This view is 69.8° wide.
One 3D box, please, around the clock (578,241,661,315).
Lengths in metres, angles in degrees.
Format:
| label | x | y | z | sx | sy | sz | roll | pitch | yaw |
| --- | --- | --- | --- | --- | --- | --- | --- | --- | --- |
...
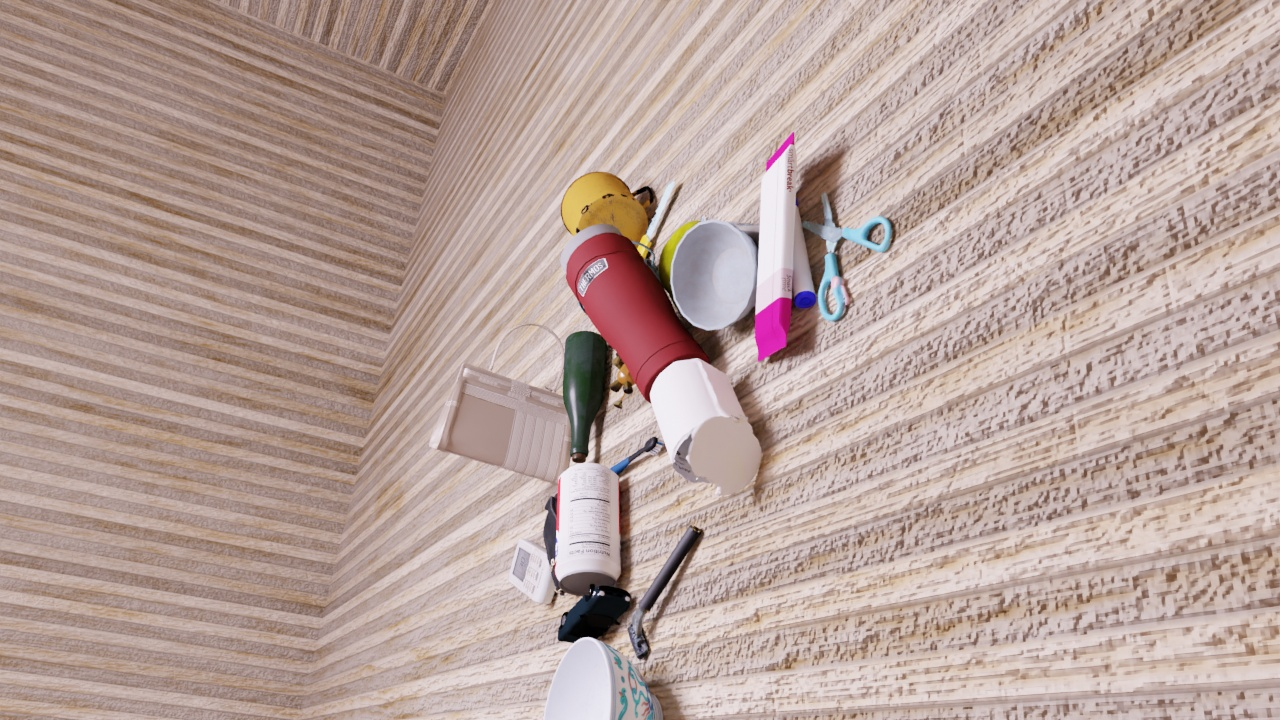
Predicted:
| label | x | y | z | sx | sy | sz | roll | pitch | yaw |
| --- | --- | --- | --- | --- | --- | --- | --- | --- | --- |
| clock | -0.025 | -0.098 | 1.116 | 0.124 | 0.090 | 0.053 | -56 | 18 | 36 |

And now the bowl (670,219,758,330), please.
| label | x | y | z | sx | sy | sz | roll | pitch | yaw |
| --- | --- | --- | --- | --- | --- | --- | --- | --- | --- |
| bowl | 0.081 | -0.083 | 0.895 | 0.106 | 0.039 | 0.106 | 4 | 95 | 45 |

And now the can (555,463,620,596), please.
| label | x | y | z | sx | sy | sz | roll | pitch | yaw |
| --- | --- | --- | --- | --- | --- | --- | --- | --- | --- |
| can | -0.057 | 0.184 | 1.005 | 0.070 | 0.070 | 0.131 | -49 | 32 | 43 |

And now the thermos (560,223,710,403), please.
| label | x | y | z | sx | sy | sz | roll | pitch | yaw |
| --- | --- | --- | --- | --- | --- | --- | --- | --- | --- |
| thermos | -0.001 | -0.050 | 0.973 | 0.084 | 0.108 | 0.198 | -47 | 55 | 22 |

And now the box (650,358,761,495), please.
| label | x | y | z | sx | sy | sz | roll | pitch | yaw |
| --- | --- | --- | --- | --- | --- | --- | --- | --- | --- |
| box | 0.060 | 0.060 | 0.822 | 0.089 | 0.080 | 0.143 | -44 | 34 | 21 |

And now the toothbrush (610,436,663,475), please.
| label | x | y | z | sx | sy | sz | roll | pitch | yaw |
| --- | --- | --- | --- | --- | --- | --- | --- | --- | --- |
| toothbrush | -0.018 | 0.117 | 1.033 | 0.168 | 0.014 | 0.014 | -42 | 26 | 55 |

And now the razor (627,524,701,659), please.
| label | x | y | z | sx | sy | sz | roll | pitch | yaw |
| --- | --- | --- | --- | --- | --- | --- | --- | --- | --- |
| razor | 0.019 | 0.216 | 0.873 | 0.144 | 0.022 | 0.042 | -65 | 25 | 18 |

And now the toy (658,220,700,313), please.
| label | x | y | z | sx | sy | sz | roll | pitch | yaw |
| --- | --- | --- | --- | --- | --- | --- | --- | --- | --- |
| toy | 0.052 | -0.093 | 0.980 | 0.090 | 0.051 | 0.109 | -47 | 37 | 43 |

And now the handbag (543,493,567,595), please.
| label | x | y | z | sx | sy | sz | roll | pitch | yaw |
| --- | --- | --- | --- | --- | --- | --- | --- | --- | --- |
| handbag | -0.091 | 0.216 | 1.086 | 0.079 | 0.054 | 0.128 | -66 | 26 | 25 |

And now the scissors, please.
| label | x | y | z | sx | sy | sz | roll | pitch | yaw |
| --- | --- | --- | --- | --- | --- | --- | --- | --- | --- |
| scissors | 0.171 | -0.105 | 0.768 | 0.111 | 0.015 | 0.140 | -47 | 40 | 46 |

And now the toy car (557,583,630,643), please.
| label | x | y | z | sx | sy | sz | roll | pitch | yaw |
| --- | --- | --- | --- | --- | --- | --- | --- | --- | --- |
| toy car | -0.050 | 0.269 | 0.961 | 0.112 | 0.046 | 0.034 | -53 | 28 | 42 |

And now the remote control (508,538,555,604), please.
| label | x | y | z | sx | sy | sz | roll | pitch | yaw |
| --- | --- | --- | --- | --- | --- | --- | --- | --- | --- |
| remote control | -0.137 | 0.270 | 1.182 | 0.139 | 0.025 | 0.060 | 0 | 74 | 66 |

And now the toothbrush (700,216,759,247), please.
| label | x | y | z | sx | sy | sz | roll | pitch | yaw |
| --- | --- | --- | --- | --- | --- | --- | --- | --- | --- |
| toothbrush | 0.098 | -0.134 | 0.948 | 0.024 | 0.022 | 0.185 | -70 | 22 | 5 |

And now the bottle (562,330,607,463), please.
| label | x | y | z | sx | sy | sz | roll | pitch | yaw |
| --- | --- | --- | --- | --- | --- | --- | --- | --- | --- |
| bottle | -0.073 | 0.048 | 1.162 | 0.055 | 0.055 | 0.173 | -43 | 38 | 50 |

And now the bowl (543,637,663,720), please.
| label | x | y | z | sx | sy | sz | roll | pitch | yaw |
| --- | --- | --- | --- | --- | --- | --- | --- | --- | --- |
| bowl | -0.027 | 0.329 | 0.827 | 0.144 | 0.074 | 0.143 | -47 | 33 | 45 |

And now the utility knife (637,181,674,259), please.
| label | x | y | z | sx | sy | sz | roll | pitch | yaw |
| --- | --- | --- | --- | --- | --- | --- | --- | --- | --- |
| utility knife | -0.003 | -0.127 | 1.174 | 0.224 | 0.019 | 0.030 | -68 | 28 | 22 |

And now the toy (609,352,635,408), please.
| label | x | y | z | sx | sy | sz | roll | pitch | yaw |
| --- | --- | --- | --- | --- | --- | --- | --- | --- | --- |
| toy | -0.006 | 0.006 | 1.021 | 0.076 | 0.062 | 0.100 | 5 | 59 | 49 |

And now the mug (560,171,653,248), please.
| label | x | y | z | sx | sy | sz | roll | pitch | yaw |
| --- | --- | --- | --- | --- | --- | --- | --- | --- | --- |
| mug | -0.036 | -0.193 | 1.211 | 0.123 | 0.100 | 0.094 | -28 | 32 | -1 |

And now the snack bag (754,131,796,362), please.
| label | x | y | z | sx | sy | sz | roll | pitch | yaw |
| --- | --- | --- | --- | --- | --- | --- | --- | --- | --- |
| snack bag | 0.122 | -0.100 | 0.821 | 0.070 | 0.016 | 0.196 | 139 | 137 | -72 |

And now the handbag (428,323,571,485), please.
| label | x | y | z | sx | sy | sz | roll | pitch | yaw |
| --- | --- | --- | --- | --- | --- | --- | --- | --- | --- |
| handbag | -0.162 | 0.046 | 1.214 | 0.062 | 0.175 | 0.197 | -1 | 70 | 66 |

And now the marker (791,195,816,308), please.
| label | x | y | z | sx | sy | sz | roll | pitch | yaw |
| --- | --- | --- | --- | --- | --- | --- | --- | --- | --- |
| marker | 0.139 | -0.106 | 0.832 | 0.020 | 0.020 | 0.141 | -49 | 32 | 43 |
